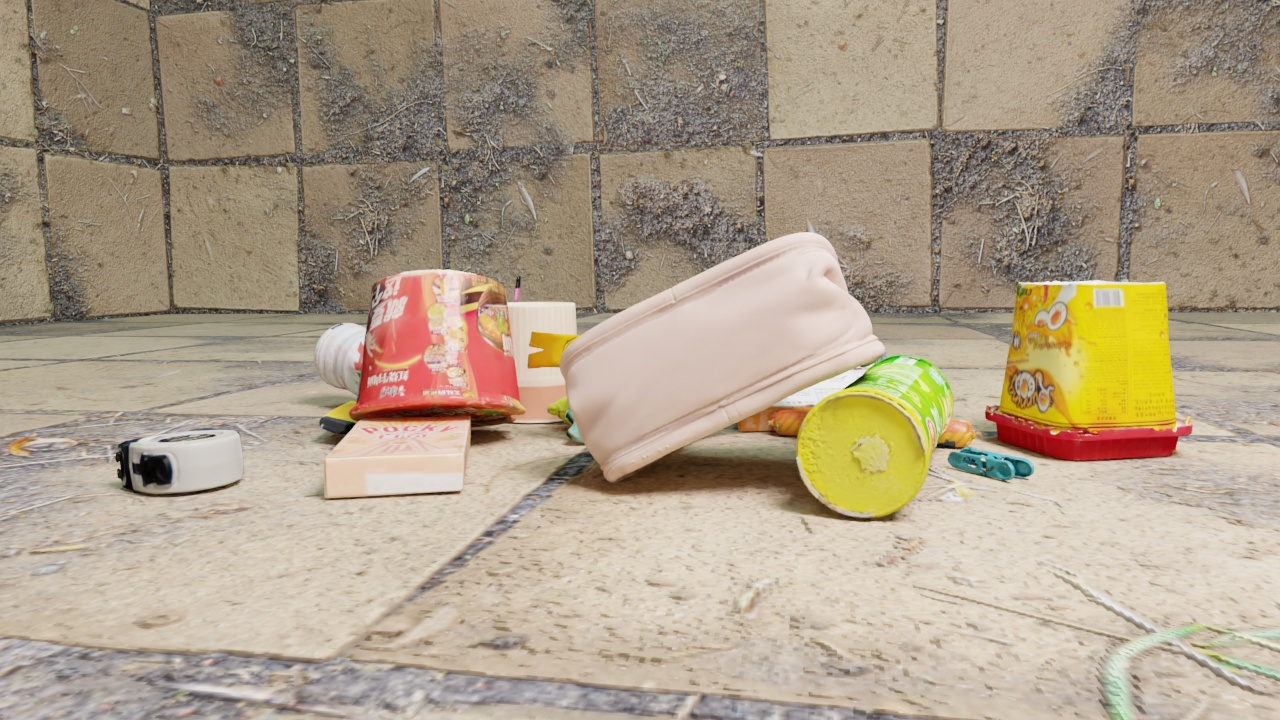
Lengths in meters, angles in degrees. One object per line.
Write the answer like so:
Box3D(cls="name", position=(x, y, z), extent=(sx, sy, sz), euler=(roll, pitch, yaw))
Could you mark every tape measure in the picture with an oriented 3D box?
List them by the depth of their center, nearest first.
Box3D(cls="tape measure", position=(-0.292, 0.065, 0.592), extent=(0.066, 0.033, 0.065), euler=(1, 7, 38))

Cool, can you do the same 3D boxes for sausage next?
Box3D(cls="sausage", position=(0.178, 0.052, 0.716), extent=(0.165, 0.021, 0.021), euler=(2, 6, 26))

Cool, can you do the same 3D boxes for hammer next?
Box3D(cls="hammer", position=(-0.005, 0.005, 0.836), extent=(0.129, 0.033, 0.300), euler=(6, -3, 15))

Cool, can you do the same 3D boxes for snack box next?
Box3D(cls="snack box", position=(-0.161, 0.062, 0.632), extent=(0.084, 0.026, 0.157), euler=(-1, 6, -9))
Box3D(cls="snack box", position=(0.156, 0.031, 0.792), extent=(0.154, 0.026, 0.075), euler=(-1, 27, -1))

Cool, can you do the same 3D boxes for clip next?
Box3D(cls="clip", position=(0.228, 0.067, 0.602), extent=(0.047, 0.014, 0.057), euler=(-7, 9, -31))

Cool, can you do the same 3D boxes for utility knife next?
Box3D(cls="utility knife", position=(-0.255, 0.049, 0.826), extent=(0.033, 0.015, 0.216), euler=(17, 0, -9))

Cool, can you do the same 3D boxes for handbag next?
Box3D(cls="handbag", position=(0.071, 0.009, 0.639), extent=(0.194, 0.093, 0.234), euler=(-26, -15, 16))

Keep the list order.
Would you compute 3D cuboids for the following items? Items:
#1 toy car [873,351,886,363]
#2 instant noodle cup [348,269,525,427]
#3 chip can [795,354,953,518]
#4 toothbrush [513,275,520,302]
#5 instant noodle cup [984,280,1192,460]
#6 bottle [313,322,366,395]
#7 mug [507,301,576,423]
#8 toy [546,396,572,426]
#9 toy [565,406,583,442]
Box3D(cls="toy car", position=(0.211, 0.007, 1.009), extent=(0.121, 0.054, 0.036), euler=(2, 5, 28))
Box3D(cls="instant noodle cup", position=(-0.164, -0.007, 0.739), extent=(0.138, 0.108, 0.138), euler=(-3, -11, -1))
Box3D(cls="chip can", position=(0.158, 0.040, 0.591), extent=(0.073, 0.072, 0.220), euler=(2, 7, 22))
Box3D(cls="toothbrush", position=(-0.128, -0.020, 0.932), extent=(0.018, 0.014, 0.190), euler=(12, -39, -4))
Box3D(cls="instant noodle cup", position=(0.331, 0.003, 0.682), extent=(0.116, 0.123, 0.116), euler=(-2, 6, -10))
Box3D(cls="bottle", position=(-0.235, 0.014, 0.887), extent=(0.197, 0.068, 0.068), euler=(16, 15, 36))
Box3D(cls="mug", position=(-0.112, -0.001, 0.856), extent=(0.115, 0.106, 0.081), euler=(2, 6, 23))
Box3D(cls="toy", position=(-0.026, 0.042, 0.797), extent=(0.097, 0.031, 0.100), euler=(3, 6, 17))
Box3D(cls="toy", position=(-0.020, 0.041, 0.738), extent=(0.091, 0.030, 0.096), euler=(-11, 39, -16))
